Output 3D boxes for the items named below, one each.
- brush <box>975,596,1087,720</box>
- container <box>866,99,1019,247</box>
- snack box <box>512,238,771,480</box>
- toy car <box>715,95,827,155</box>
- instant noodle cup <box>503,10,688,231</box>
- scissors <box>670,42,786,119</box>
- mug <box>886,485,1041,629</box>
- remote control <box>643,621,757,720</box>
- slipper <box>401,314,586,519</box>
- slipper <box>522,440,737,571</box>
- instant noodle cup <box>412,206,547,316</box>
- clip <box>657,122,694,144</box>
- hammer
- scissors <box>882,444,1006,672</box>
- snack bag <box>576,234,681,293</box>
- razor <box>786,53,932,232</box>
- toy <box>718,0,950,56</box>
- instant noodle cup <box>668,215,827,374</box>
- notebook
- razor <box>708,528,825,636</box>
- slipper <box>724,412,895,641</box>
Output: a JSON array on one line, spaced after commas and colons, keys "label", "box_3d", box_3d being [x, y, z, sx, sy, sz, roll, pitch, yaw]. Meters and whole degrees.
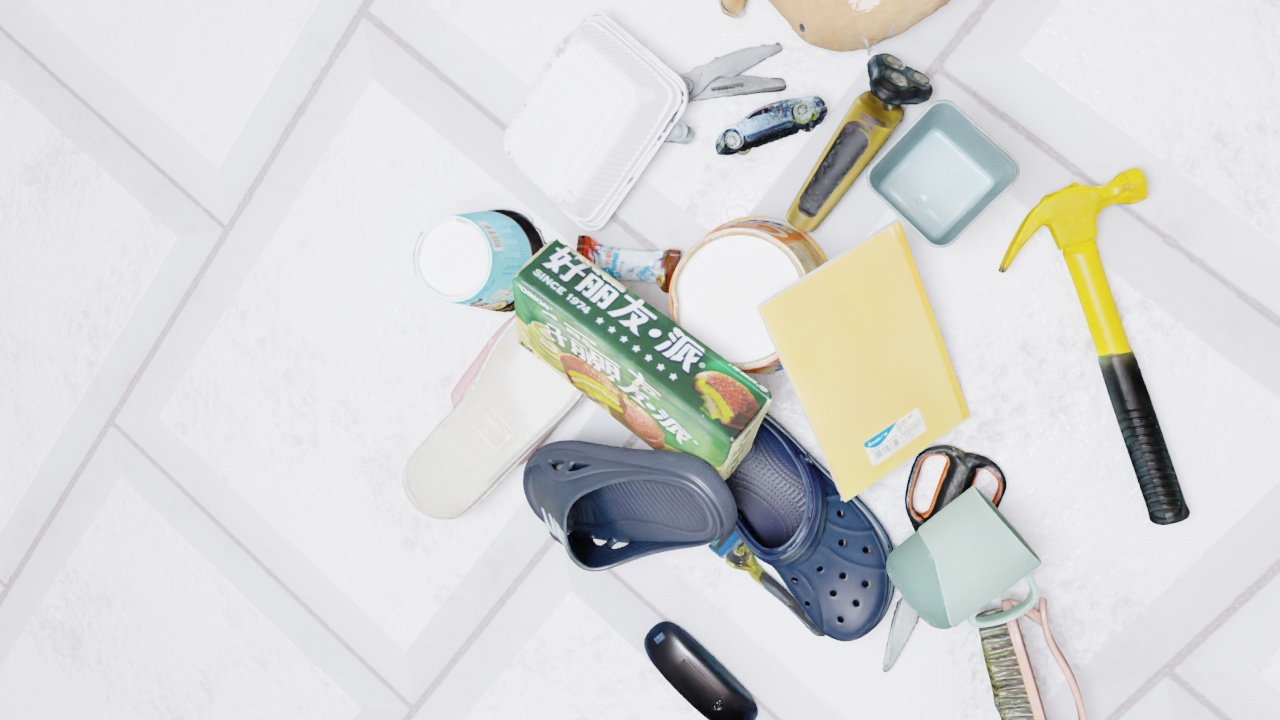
[{"label": "brush", "box_3d": [0.349, 0.283, 0.820, 0.073, 0.063, 0.145, -15, 90, 20]}, {"label": "container", "box_3d": [0.251, -0.152, 0.771, 0.090, 0.111, 0.090, 45, 106, 7]}, {"label": "snack box", "box_3d": [-0.005, 0.005, 0.806, 0.240, 0.115, 0.063, 37, 65, 14]}, {"label": "toy car", "box_3d": [0.117, -0.214, 0.833, 0.106, 0.049, 0.031, -18, 87, 16]}, {"label": "instant noodle cup", "box_3d": [-0.055, -0.220, 0.854, 0.138, 0.060, 0.174, 44, 118, 12]}, {"label": "scissors", "box_3d": [0.025, -0.246, 0.873, 0.197, 0.015, 0.214, 35, 103, 9]}, {"label": "mug", "box_3d": [0.286, 0.184, 0.796, 0.106, 0.082, 0.112, -43, 91, 13]}, {"label": "remote control", "box_3d": [0.059, 0.321, 0.921, 0.136, 0.024, 0.053, 43, 104, 7]}, {"label": "slipper", "box_3d": [-0.134, 0.046, 0.926, 0.114, 0.054, 0.274, 39, 95, 4]}, {"label": "slipper", "box_3d": [-0.035, 0.136, 0.836, 0.269, 0.083, 0.111, -7, 117, 46]}, {"label": "instant noodle cup", "box_3d": [-0.158, -0.096, 0.883, 0.111, 0.120, 0.111, 2, 96, 15]}, {"label": "clip", "box_3d": [0.021, -0.215, 0.862, 0.057, 0.028, 0.024, 6, 98, 18]}, {"label": "hammer", "box_3d": [0.406, -0.005, 0.787, 0.129, 0.032, 0.300, -19, 91, 17]}, {"label": "scissors", "box_3d": [0.279, 0.194, 0.849, 0.125, 0.021, 0.235, 0, 96, 15]}, {"label": "snack bag", "box_3d": [-0.014, -0.094, 0.894, 0.104, 0.026, 0.048, 13, 111, 14]}, {"label": "razor", "box_3d": [0.186, -0.188, 0.813, 0.062, 0.067, 0.168, 37, 110, 9]}, {"label": "toy", "box_3d": [0.178, -0.335, 0.792, 0.226, 0.082, 0.143, -20, 85, 19]}, {"label": "instant noodle cup", "box_3d": [0.096, -0.056, 0.824, 0.151, 0.111, 0.151, 2, 96, 15]}, {"label": "notebook", "box_3d": [0.196, 0.004, 0.785, 0.145, 0.010, 0.206, -32, 113, -9]}, {"label": "razor", "box_3d": [0.127, 0.217, 0.894, 0.143, 0.022, 0.042, 43, 61, 4]}, {"label": "slipper", "box_3d": [0.143, 0.144, 0.845, 0.105, 0.095, 0.253, -39, 82, 18]}]
